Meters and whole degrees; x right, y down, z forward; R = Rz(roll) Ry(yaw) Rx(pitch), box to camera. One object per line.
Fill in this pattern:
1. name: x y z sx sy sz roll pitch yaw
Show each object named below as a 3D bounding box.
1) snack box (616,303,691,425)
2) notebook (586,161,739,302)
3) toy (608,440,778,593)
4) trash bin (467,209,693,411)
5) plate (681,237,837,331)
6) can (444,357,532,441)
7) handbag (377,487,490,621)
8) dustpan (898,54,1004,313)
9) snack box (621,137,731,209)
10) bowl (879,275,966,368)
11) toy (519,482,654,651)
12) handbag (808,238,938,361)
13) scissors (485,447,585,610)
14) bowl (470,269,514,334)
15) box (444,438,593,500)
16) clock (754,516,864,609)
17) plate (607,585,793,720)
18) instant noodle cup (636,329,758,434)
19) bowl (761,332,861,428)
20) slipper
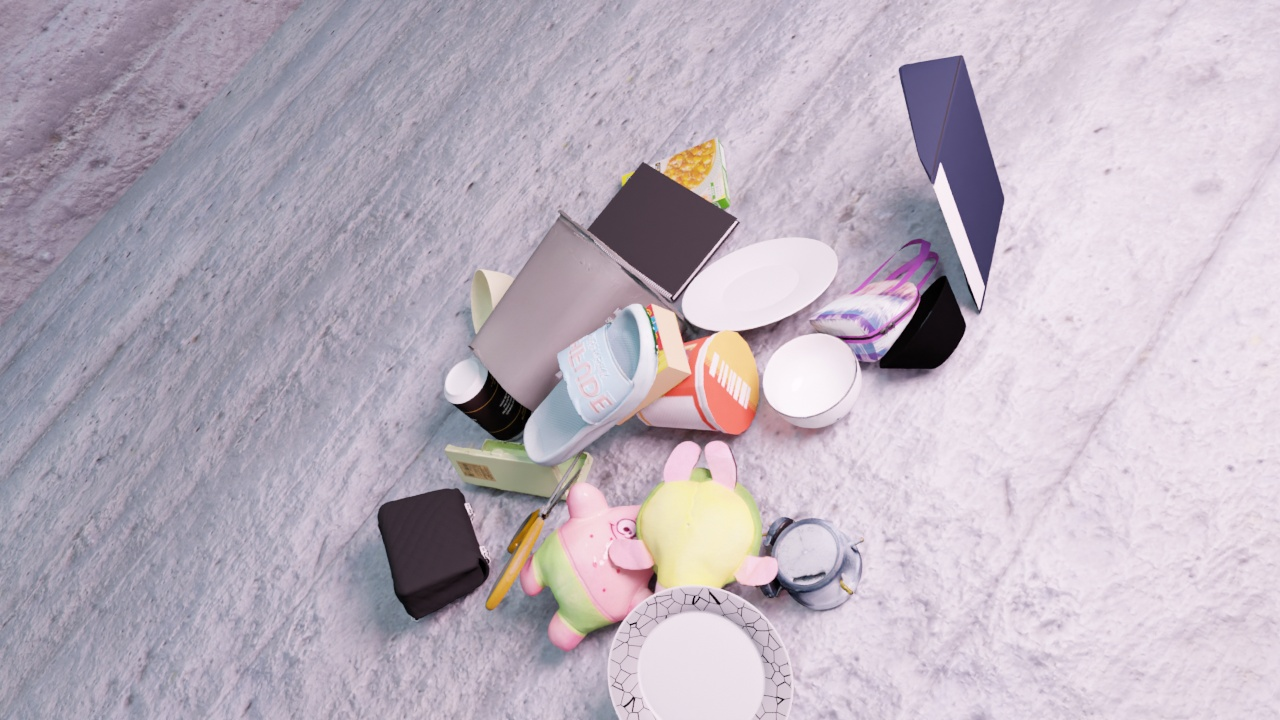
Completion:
1. snack box: -0.007 0.006 1.098 0.126 0.040 0.088 -37 52 33
2. notebook: 0.025 -0.192 1.346 0.207 0.016 0.149 39 89 35
3. toy: 0.061 0.205 0.997 0.190 0.087 0.238 1 77 19
4. trash bin: -0.090 -0.042 1.231 0.220 0.197 0.197 -48 48 2
5. plate: 0.155 -0.097 1.194 0.209 0.015 0.208 -18 32 11
6. can: -0.209 0.055 1.270 0.072 0.128 0.071 -17 51 22
7. handbag: -0.266 0.258 1.212 0.125 0.115 0.153 -20 42 -12
8. dustpan: 0.347 -0.231 1.047 0.080 0.236 0.272 3 61 35
9. snack box: 0.051 -0.259 1.398 0.168 0.027 0.131 -18 52 21
10. bowl: 0.326 -0.029 1.027 0.052 0.124 0.124 33 77 3
11. toy: -0.024 0.225 1.060 0.236 0.097 0.192 -32 79 -7
12. handbag: 0.291 -0.080 1.092 0.169 0.068 0.145 -46 20 -17
13. scissors: -0.127 0.202 1.091 0.226 0.016 0.224 -51 8 43
14. bowl: -0.206 -0.082 1.397 0.074 0.118 0.118 -6 41 -25
15. box: -0.157 0.135 1.232 0.188 0.092 0.083 5 39 31
16. clock: 0.172 0.212 0.973 0.130 0.052 0.090 -2 58 36
17. plate: 0.060 0.322 0.933 0.189 0.016 0.188 0 90 13
18. instant noodle cup: 0.062 0.032 1.131 0.121 0.123 0.123 -7 55 38
19. bowl: 0.205 0.030 1.071 0.114 0.063 0.113 -16 52 22
20. slipper: -0.067 0.035 1.066 0.246 0.074 0.104 -46 48 28
